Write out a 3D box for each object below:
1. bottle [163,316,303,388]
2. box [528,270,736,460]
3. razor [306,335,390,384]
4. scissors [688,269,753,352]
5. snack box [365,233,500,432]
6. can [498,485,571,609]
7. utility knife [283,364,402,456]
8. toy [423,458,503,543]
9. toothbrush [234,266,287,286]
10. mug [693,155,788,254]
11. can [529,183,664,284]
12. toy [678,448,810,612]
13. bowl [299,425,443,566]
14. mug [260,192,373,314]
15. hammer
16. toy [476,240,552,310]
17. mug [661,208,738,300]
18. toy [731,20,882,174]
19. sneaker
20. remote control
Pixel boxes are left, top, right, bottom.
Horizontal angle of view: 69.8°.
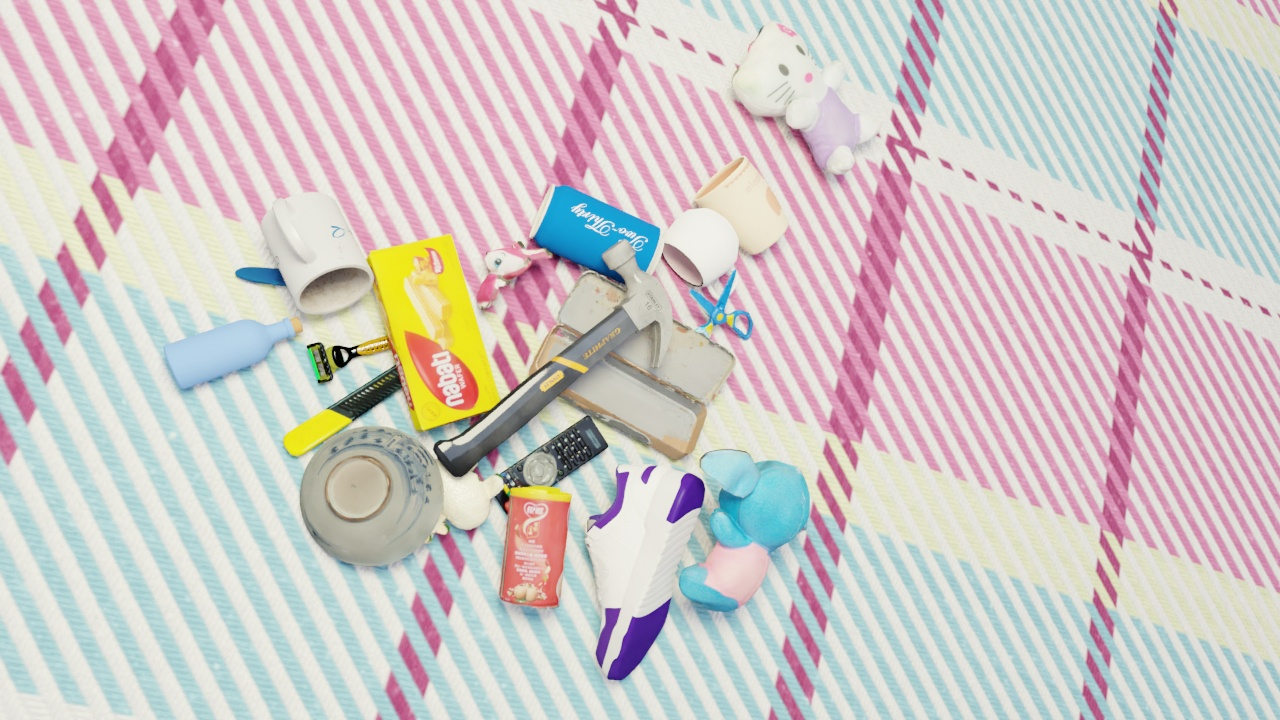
[{"bbox_3d":[-0.415,-0.016,0.945,0.131,0.048,0.048,-23,87,-22],"label":"bottle"},{"bbox_3d":[-0.008,0.007,1.077,0.216,0.071,0.156,29,88,-11],"label":"box"},{"bbox_3d":[-0.287,-0.016,1.005,0.144,0.021,0.044,-18,99,-22],"label":"razor"},{"bbox_3d":[0.091,-0.050,1.125,0.125,0.014,0.130,39,85,-40],"label":"scissors"},{"bbox_3d":[-0.225,-0.030,0.998,0.092,0.042,0.200,-16,90,-24],"label":"snack box"},{"bbox_3d":[-0.113,0.199,0.987,0.066,0.067,0.124,8,85,-18],"label":"can"},{"bbox_3d":[-0.280,0.030,0.998,0.233,0.020,0.029,-35,97,-21],"label":"utility knife"},{"bbox_3d":[-0.201,0.145,0.985,0.087,0.050,0.112,43,82,-2],"label":"toy"},{"bbox_3d":[-0.368,-0.084,0.993,0.132,0.016,0.021,10,61,-18],"label":"toothbrush"},{"bbox_3d":[0.136,-0.200,1.167,0.104,0.085,0.111,48,38,-14],"label":"mug"},{"bbox_3d":[-0.050,-0.147,1.084,0.146,0.079,0.078,23,72,-14],"label":"can"},{"bbox_3d":[0.113,0.191,1.021,0.191,0.099,0.224,-57,145,-6],"label":"toy"},{"bbox_3d":[-0.281,0.133,0.935,0.151,0.057,0.150,0,74,0],"label":"bowl"},{"bbox_3d":[-0.340,-0.117,0.943,0.083,0.120,0.096,-30,72,-4],"label":"mug"},{"bbox_3d":[-0.094,0.010,1.002,0.311,0.035,0.139,-39,103,-18],"label":"hammer"},{"bbox_3d":[-0.156,-0.104,1.044,0.102,0.066,0.050,-51,121,-23],"label":"toy"},{"bbox_3d":[0.085,-0.130,1.129,0.076,0.090,0.124,-45,120,-14],"label":"mug"},{"bbox_3d":[0.217,-0.346,1.218,0.209,0.086,0.137,42,66,-9],"label":"toy"},{"bbox_3d":[-0.021,0.224,1.011,0.111,0.091,0.244,20,93,27],"label":"sneaker"},{"bbox_3d":[-0.105,0.118,1.041,0.140,0.021,0.045,-33,94,-18],"label":"remote control"}]
